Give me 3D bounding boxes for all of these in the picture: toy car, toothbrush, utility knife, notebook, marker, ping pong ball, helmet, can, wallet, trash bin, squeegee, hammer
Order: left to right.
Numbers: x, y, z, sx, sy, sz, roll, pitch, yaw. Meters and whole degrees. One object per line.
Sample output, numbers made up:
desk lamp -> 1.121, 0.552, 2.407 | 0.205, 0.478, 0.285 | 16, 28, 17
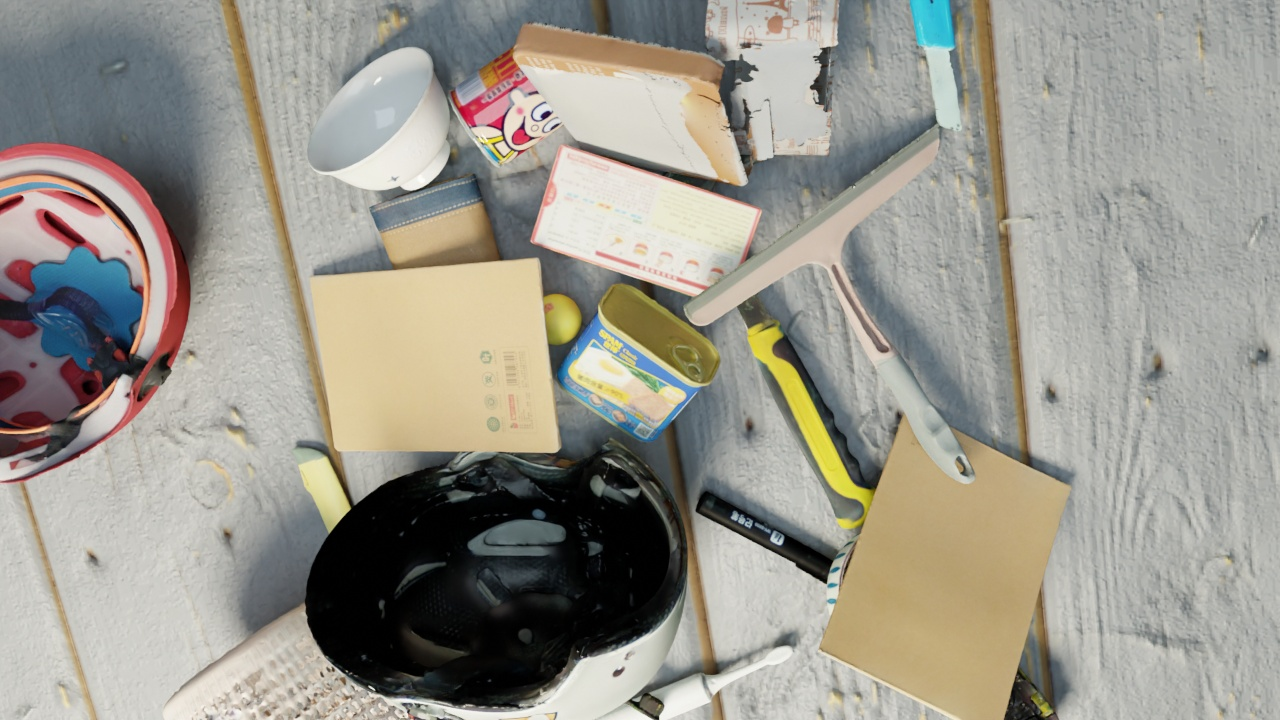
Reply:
helmet -> -0.440, -0.039, 0.691 | 0.207, 0.144, 0.240 | 42, 86, -6
trash bin -> -0.257, 0.305, 0.723 | 0.228, 0.227, 0.192 | -37, 85, 8
utility knife -> -0.246, 0.167, 0.781 | 0.031, 0.021, 0.206 | -18, 94, 10
notebook -> -0.164, 0.000, 0.717 | 0.208, 0.008, 0.148 | -2, 100, 22
wallet -> -0.153, -0.081, 0.724 | 0.090, 0.033, 0.115 | -16, 101, 8
helmet -> -0.091, 0.185, 0.695 | 0.274, 0.229, 0.157 | -9, 131, 8
can -> -0.086, -0.196, 0.680 | 0.094, 0.066, 0.066 | -32, 98, 7
toothbrush -> -0.076, 0.249, 0.775 | 0.212, 0.026, 0.027 | 27, 91, 3
ping pong ball -> -0.067, -0.032, 0.724 | 0.040, 0.040, 0.040 | 0, 101, 2
can -> -0.004, 0.004, 0.707 | 0.102, 0.057, 0.083 | 35, 129, -4
toothbrush -> 0.030, 0.291, 0.789 | 0.221, 0.026, 0.026 | -25, 64, 6
marker -> 0.106, 0.148, 0.763 | 0.132, 0.020, 0.022 | 29, 130, -4
hammer -> 0.102, -0.009, 0.727 | 0.126, 0.032, 0.323 | -27, 99, 7
squeegee -> 0.188, -0.008, 0.708 | 0.247, 0.040, 0.249 | -35, 100, -12
utility knife -> 0.213, -0.270, 0.676 | 0.034, 0.018, 0.204 | -13, 99, 1
notebook -> 0.239, 0.157, 0.709 | 0.149, 0.012, 0.211 | 27, 69, -2
toy car -> 0.284, 0.269, 0.766 | 0.070, 0.042, 0.158 | -38, 93, 9

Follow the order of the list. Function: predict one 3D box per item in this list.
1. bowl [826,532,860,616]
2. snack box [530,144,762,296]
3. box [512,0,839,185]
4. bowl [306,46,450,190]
bowl -> 0.200, 0.190, 0.732 | 0.116, 0.066, 0.116 | 4, 73, -11
snack box -> 0.004, -0.100, 0.682 | 0.156, 0.027, 0.077 | 19, 98, 1
box -> 0.034, -0.214, 0.611 | 0.193, 0.183, 0.156 | 5, 81, 11
bowl -> -0.181, -0.167, 0.684 | 0.118, 0.118, 0.064 | -38, 136, 8
